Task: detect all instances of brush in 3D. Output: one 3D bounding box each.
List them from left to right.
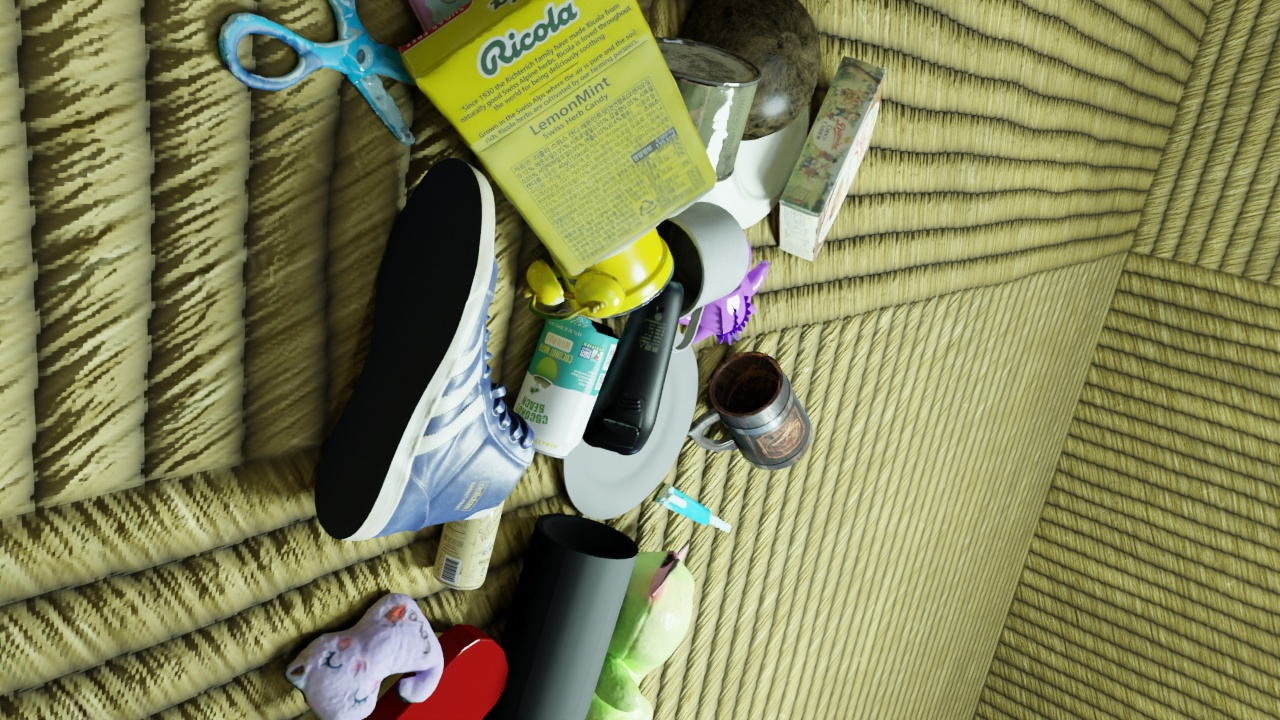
[{"bbox_3d":[-0.174,0.268,0.671,0.173,0.042,0.082,-44,139,-30],"label":"brush"}]

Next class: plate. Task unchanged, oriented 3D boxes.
[{"bbox_3d":[-0.008,0.054,0.800,0.177,0.012,0.179,-30,131,-42],"label":"plate"},{"bbox_3d":[0.101,-0.195,0.789,0.181,0.034,0.183,-29,130,-42],"label":"plate"}]

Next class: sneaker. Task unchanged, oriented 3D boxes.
[{"bbox_3d":[-0.104,0.005,0.572,0.118,0.091,0.233,14,98,-51],"label":"sneaker"}]

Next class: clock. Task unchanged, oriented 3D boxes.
[{"bbox_3d":[-0.029,-0.066,0.644,0.118,0.083,0.057,-51,137,-27],"label":"clock"}]

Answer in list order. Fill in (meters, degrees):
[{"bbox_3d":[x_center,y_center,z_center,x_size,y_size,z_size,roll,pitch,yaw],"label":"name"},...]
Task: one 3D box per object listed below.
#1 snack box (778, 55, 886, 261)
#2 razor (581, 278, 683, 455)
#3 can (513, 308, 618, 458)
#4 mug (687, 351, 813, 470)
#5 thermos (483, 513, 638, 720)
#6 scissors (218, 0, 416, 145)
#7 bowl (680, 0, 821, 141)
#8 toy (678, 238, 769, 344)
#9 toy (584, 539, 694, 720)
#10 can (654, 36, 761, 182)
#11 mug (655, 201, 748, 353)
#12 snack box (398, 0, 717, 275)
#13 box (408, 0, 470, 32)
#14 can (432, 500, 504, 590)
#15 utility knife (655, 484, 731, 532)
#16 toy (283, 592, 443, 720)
[{"bbox_3d":[0.174,-0.180,0.847,0.147,0.041,0.143,-65,168,-5],"label":"snack box"},{"bbox_3d":[-0.004,0.004,0.706,0.067,0.054,0.152,-100,-154,-70],"label":"razor"},{"bbox_3d":[-0.057,0.016,0.675,0.055,0.055,0.101,17,95,-55],"label":"can"},{"bbox_3d":[0.105,0.061,0.913,0.116,0.080,0.107,-35,140,0],"label":"mug"},{"bbox_3d":[-0.071,0.235,0.751,0.086,0.086,0.199,6,104,-54],"label":"thermos"},{"bbox_3d":[-0.160,-0.156,0.481,0.117,0.013,0.140,-52,144,-23],"label":"scissors"},{"bbox_3d":[0.095,-0.232,0.700,0.121,0.056,0.121,-4,97,-31],"label":"bowl"},{"bbox_3d":[0.072,-0.055,0.807,0.106,0.056,0.088,-27,144,-14],"label":"toy"},{"bbox_3d":[-0.012,0.251,0.828,0.150,0.107,0.197,-13,114,-80],"label":"toy"},{"bbox_3d":[0.031,-0.176,0.645,0.089,0.090,0.075,-26,140,-44],"label":"can"},{"bbox_3d":[0.035,-0.066,0.724,0.070,0.084,0.113,-26,116,-47],"label":"mug"},{"bbox_3d":[-0.037,-0.139,0.533,0.121,0.045,0.181,-33,140,4],"label":"snack box"},{"bbox_3d":[-0.080,-0.216,0.539,0.214,0.091,0.090,66,13,-47],"label":"box"},{"bbox_3d":[-0.122,0.120,0.660,0.038,0.038,0.079,1,108,-54],"label":"can"},{"bbox_3d":[0.060,0.160,0.948,0.022,0.015,0.167,-61,144,-8],"label":"utility knife"},{"bbox_3d":[-0.180,0.207,0.617,0.099,0.037,0.080,-35,97,-42],"label":"toy"}]
